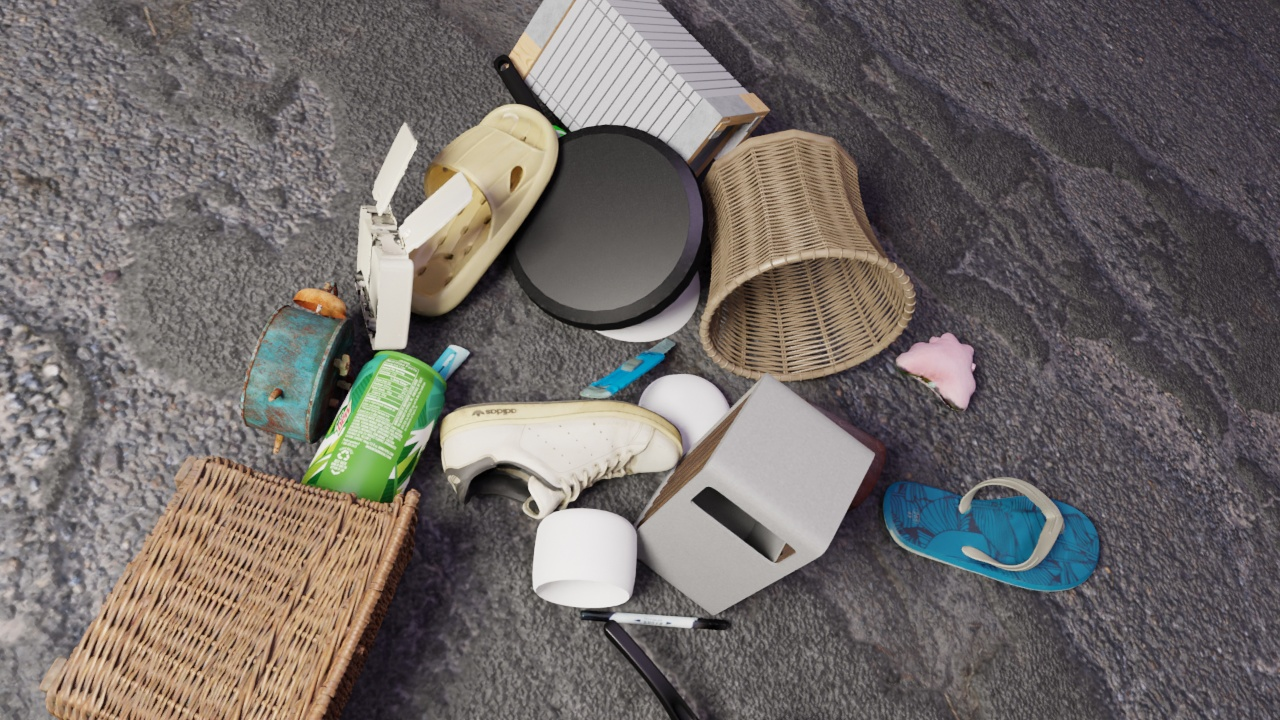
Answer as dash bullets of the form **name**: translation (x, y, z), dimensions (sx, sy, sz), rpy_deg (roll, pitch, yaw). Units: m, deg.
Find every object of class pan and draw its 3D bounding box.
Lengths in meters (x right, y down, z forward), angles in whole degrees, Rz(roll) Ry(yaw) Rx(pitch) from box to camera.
- **pan**: translation (0.080, 0.375, 0.807), dimensions (0.208, 0.067, 0.356), rpy_deg (-37, 80, -32)
- **pan**: translation (-0.074, -0.200, 1.001), dimensions (0.225, 0.034, 0.356), rpy_deg (-33, 78, 5)

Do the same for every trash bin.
- **trash bin**: translation (-0.003, -0.319, 1.075), dimensions (0.247, 0.143, 0.142), rpy_deg (47, 32, 8)
- **trash bin**: translation (0.090, 0.131, 0.844), dimensions (0.114, 0.229, 0.114), rpy_deg (37, 56, 1)

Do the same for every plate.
- **plate**: translation (-0.016, -0.109, 1.060), dimensions (0.188, 0.016, 0.188), rpy_deg (9, 60, -17)

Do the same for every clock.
- **clock**: translation (-0.296, 0.000, 0.834), dimensions (0.073, 0.122, 0.157), rpy_deg (16, 52, -8)

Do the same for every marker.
- **marker**: translation (0.015, 0.250, 0.883), dimensions (0.152, 0.011, 0.011), rpy_deg (9, 60, -17)

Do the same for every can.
- **can**: translation (-0.238, 0.070, 0.830), dimensions (0.083, 0.083, 0.143), rpy_deg (24, 63, -8)

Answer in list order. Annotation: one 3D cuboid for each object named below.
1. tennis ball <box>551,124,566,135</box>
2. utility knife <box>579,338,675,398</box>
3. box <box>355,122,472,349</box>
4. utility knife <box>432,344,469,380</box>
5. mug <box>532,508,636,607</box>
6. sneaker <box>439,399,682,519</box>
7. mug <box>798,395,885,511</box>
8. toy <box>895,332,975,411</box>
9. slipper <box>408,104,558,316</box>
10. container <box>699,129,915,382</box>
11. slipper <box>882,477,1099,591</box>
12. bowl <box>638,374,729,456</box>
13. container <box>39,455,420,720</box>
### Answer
- **tennis ball**: translation (-0.109, -0.241, 1.066), dimensions (0.065, 0.066, 0.065), rpy_deg (9, 60, -17)
- **utility knife**: translation (-0.006, 0.006, 0.957), dimensions (0.031, 0.015, 0.195), rpy_deg (17, 22, 20)
- **box**: translation (-0.227, -0.113, 0.865), dimensions (0.065, 0.186, 0.145), rpy_deg (19, 24, -34)
- **utility knife**: translation (-0.212, 0.029, 0.911), dimensions (0.022, 0.016, 0.117), rpy_deg (31, 59, 4)
- **mug**: translation (-0.045, 0.186, 0.851), dimensions (0.115, 0.094, 0.068), rpy_deg (39, 44, -45)
- **sneaker**: translation (-0.071, 0.101, 0.881), dimensions (0.241, 0.089, 0.102), rpy_deg (3, 53, -15)
- **mug**: translation (0.197, 0.095, 1.001), dimensions (0.110, 0.096, 0.122), rpy_deg (34, 25, -7)
- **toy**: translation (0.372, 0.006, 1.130), dimensions (0.102, 0.050, 0.093), rpy_deg (36, 59, 4)
- **slipper**: translation (-0.175, -0.168, 0.946), dimensions (0.111, 0.079, 0.261), rpy_deg (23, 76, 20)
- **container**: translation (0.168, -0.118, 1.024), dimensions (0.226, 0.228, 0.195), rpy_deg (7, 54, -18)
- **slipper**: translation (0.414, 0.193, 1.042), dimensions (0.294, 0.060, 0.118), rpy_deg (12, 63, -15)
- **bowl**: translation (0.056, 0.056, 0.985), dimensions (0.110, 0.041, 0.109), rpy_deg (9, 60, -17)
- **container**: translation (-0.303, 0.205, 0.699), dimensions (0.183, 0.163, 0.249), rpy_deg (22, 56, -5)
